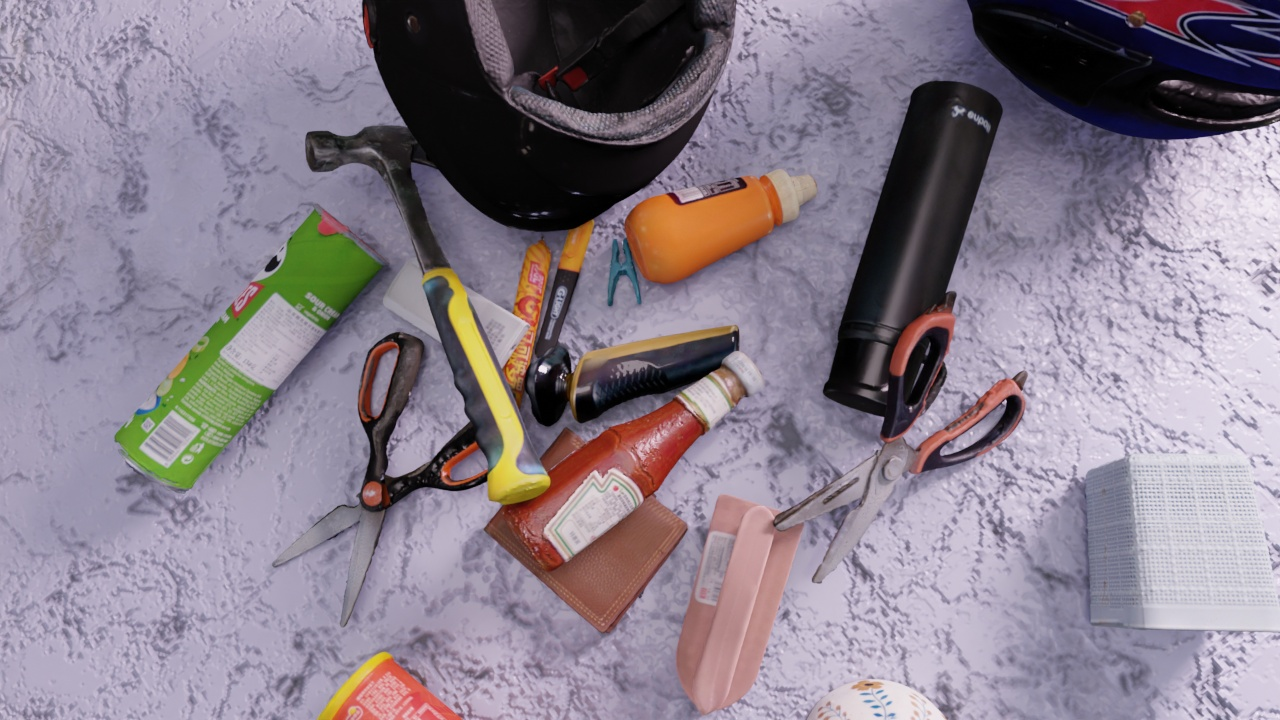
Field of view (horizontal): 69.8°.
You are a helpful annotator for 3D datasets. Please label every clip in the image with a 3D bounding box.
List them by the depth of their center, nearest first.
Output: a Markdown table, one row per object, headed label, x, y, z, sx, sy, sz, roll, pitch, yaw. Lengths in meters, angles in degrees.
| label | x | y | z | sx | sy | sz | roll | pitch | yaw |
| --- | --- | --- | --- | --- | --- | --- | --- | --- | --- |
| clip | -0.013 | -0.070 | 0.722 | 0.038 | 0.013 | 0.055 | -3 | 80 | 5 |

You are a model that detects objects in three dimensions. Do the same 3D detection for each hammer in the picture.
| label | x | y | z | sx | sy | sz | roll | pitch | yaw |
| --- | --- | --- | --- | --- | --- | --- | --- | --- | --- |
| hammer | -0.137 | -0.046 | 0.663 | 0.126 | 0.032 | 0.323 | -12 | 63 | -30 |

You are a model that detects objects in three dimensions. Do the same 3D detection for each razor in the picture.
| label | x | y | z | sx | sy | sz | roll | pitch | yaw |
| --- | --- | --- | --- | --- | --- | --- | --- | --- | --- |
| razor | -0.004 | 0.004 | 0.691 | 0.167 | 0.062 | 0.067 | -14 | 46 | -2 |

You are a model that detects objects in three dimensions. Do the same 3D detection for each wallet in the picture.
| label | x | y | z | sx | sy | sz | roll | pitch | yaw |
| --- | --- | --- | --- | --- | --- | --- | --- | --- | --- |
| wallet | -0.040 | 0.124 | 0.679 | 0.124 | 0.032 | 0.101 | 38 | 82 | 11 |

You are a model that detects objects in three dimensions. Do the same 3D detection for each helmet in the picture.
| label | x | y | z | sx | sy | sz | roll | pitch | yaw |
| --- | --- | --- | --- | --- | --- | --- | --- | --- | --- |
| helmet | 0.364 | -0.262 | 0.599 | 0.247 | 0.240 | 0.315 | -44 | 67 | -5 |
| helmet | -0.073 | -0.229 | 0.652 | 0.232 | 0.231 | 0.274 | -22 | 66 | -29 |

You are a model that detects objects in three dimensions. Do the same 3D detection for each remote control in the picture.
| label | x | y | z | sx | sy | sz | roll | pitch | yaw |
| --- | --- | --- | --- | --- | --- | --- | --- | --- | --- |
| remote control | -0.145 | -0.036 | 0.712 | 0.125 | 0.024 | 0.049 | 30 | 85 | 22 |

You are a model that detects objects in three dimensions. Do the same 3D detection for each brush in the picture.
| label | x | y | z | sx | sy | sz | roll | pitch | yaw |
| --- | --- | --- | --- | --- | --- | --- | --- | --- | --- |
| brush | 0.064 | 0.170 | 0.636 | 0.063 | 0.073 | 0.145 | 17 | 83 | 8 |

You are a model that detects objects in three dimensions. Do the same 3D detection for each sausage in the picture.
| label | x | y | z | sx | sy | sz | roll | pitch | yaw |
| --- | --- | --- | --- | --- | --- | --- | --- | --- | --- |
| sausage | -0.093 | -0.019 | 0.715 | 0.021 | 0.021 | 0.165 | 9 | 80 | 7 |

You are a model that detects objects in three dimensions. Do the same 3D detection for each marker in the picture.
| label | x | y | z | sx | sy | sz | roll | pitch | yaw |
| --- | --- | --- | --- | --- | --- | --- | --- | --- | --- |
| marker | -0.061 | -0.059 | 0.723 | 0.018 | 0.015 | 0.123 | 14 | 82 | 13 |

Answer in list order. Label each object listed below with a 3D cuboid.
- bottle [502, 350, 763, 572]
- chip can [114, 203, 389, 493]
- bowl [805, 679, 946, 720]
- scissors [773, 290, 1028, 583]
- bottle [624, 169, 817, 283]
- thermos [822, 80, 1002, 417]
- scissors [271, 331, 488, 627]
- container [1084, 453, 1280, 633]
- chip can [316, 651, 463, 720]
| label | x | y | z | sx | sy | sz | roll | pitch | yaw |
| --- | --- | --- | --- | --- | --- | --- | --- | --- | --- |
| bottle | -0.001 | 0.066 | 0.648 | 0.206 | 0.060 | 0.060 | -37 | 78 | -10 |
| chip can | -0.299 | -0.011 | 0.709 | 0.072 | 0.072 | 0.236 | 38 | 85 | 11 |
| bowl | 0.163 | 0.275 | 0.611 | 0.113 | 0.062 | 0.113 | -1 | 77 | 6 |
| scissors | 0.186 | 0.056 | 0.635 | 0.188 | 0.015 | 0.226 | 8 | 100 | -26 |
| bottle | 0.065 | -0.109 | 0.699 | 0.149 | 0.067 | 0.066 | -21 | 77 | -6 |
| thermos | 0.208 | -0.077 | 0.680 | 0.090 | 0.068 | 0.242 | 22 | 83 | -23 |
| scissors | -0.186 | 0.084 | 0.695 | 0.229 | 0.021 | 0.220 | -9 | 74 | 14 |
| container | 0.353 | 0.121 | 0.608 | 0.090 | 0.090 | 0.111 | 0 | 76 | 5 |
| chip can | -0.120 | 0.295 | 0.632 | 0.216 | 0.073 | 0.073 | 34 | 84 | 11 |
